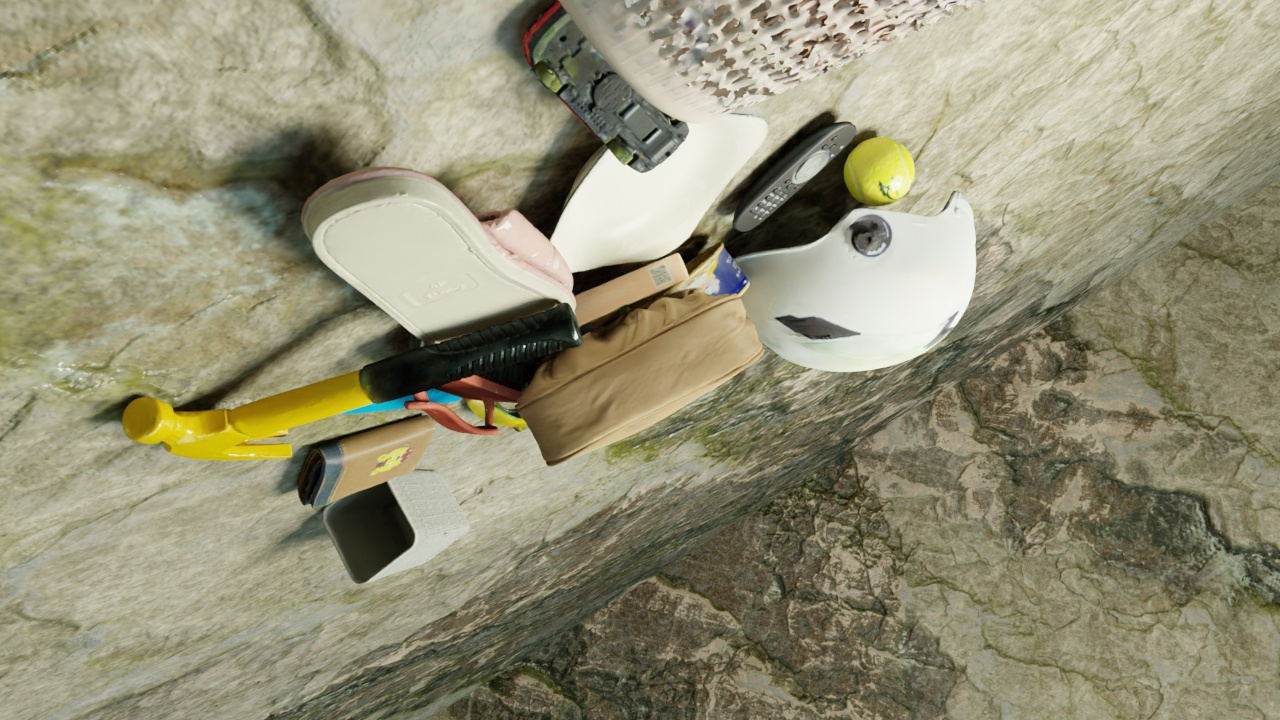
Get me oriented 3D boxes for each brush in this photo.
[{"bbox_3d":[-0.150,0.022,0.753,0.063,0.069,0.145,3,169,18],"label":"brush"}]

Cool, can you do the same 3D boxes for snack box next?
[{"bbox_3d":[-0.042,-0.047,0.791,0.157,0.026,0.085,-25,-176,-20],"label":"snack box"}]

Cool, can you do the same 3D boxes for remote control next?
[{"bbox_3d":[0.132,-0.167,0.818,0.137,0.024,0.053,-41,158,22],"label":"remote control"}]

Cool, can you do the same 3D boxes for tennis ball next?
[{"bbox_3d":[0.227,-0.179,0.873,0.065,0.065,0.065,-29,161,-11],"label":"tennis ball"}]

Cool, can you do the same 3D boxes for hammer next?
[{"bbox_3d":[-0.188,0.017,0.641,0.301,0.032,0.129,-16,164,5],"label":"hammer"}]

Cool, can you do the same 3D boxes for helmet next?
[{"bbox_3d":[0.222,-0.061,0.944,0.258,0.146,0.229,-13,175,-14],"label":"helmet"}]

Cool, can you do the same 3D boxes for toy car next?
[{"bbox_3d":[-0.020,-0.161,0.536,0.053,0.045,0.120,-40,138,10],"label":"toy car"}]

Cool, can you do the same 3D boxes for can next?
[{"bbox_3d":[0.032,-0.048,0.872,0.148,0.049,0.074,-38,-169,7],"label":"can"}]

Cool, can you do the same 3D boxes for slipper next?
[{"bbox_3d":[-0.120,-0.063,0.600,0.114,0.054,0.274,-19,161,12],"label":"slipper"}]

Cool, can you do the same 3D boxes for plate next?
[{"bbox_3d":[0.003,-0.132,0.685,0.163,0.034,0.165,-15,155,-42],"label":"plate"}]

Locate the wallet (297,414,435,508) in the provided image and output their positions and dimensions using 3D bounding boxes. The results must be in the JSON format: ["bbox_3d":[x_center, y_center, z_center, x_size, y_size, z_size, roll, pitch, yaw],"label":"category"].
[{"bbox_3d":[-0.254,0.093,0.850,0.115,0.033,0.090,-20,157,-43],"label":"wallet"}]

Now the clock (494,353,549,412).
[{"bbox_3d":[-0.082,0.027,0.889,0.122,0.055,0.082,-11,148,8],"label":"clock"}]

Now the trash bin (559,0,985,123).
[{"bbox_3d":[0.061,-0.205,0.358,0.193,0.227,0.227,-28,165,28],"label":"trash bin"}]

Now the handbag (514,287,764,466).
[{"bbox_3d":[-0.005,0.004,0.769,0.204,0.100,0.148,-27,-177,0],"label":"handbag"}]

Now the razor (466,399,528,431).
[{"bbox_3d":[-0.140,0.054,0.941,0.043,0.028,0.132,-32,160,11],"label":"razor"}]

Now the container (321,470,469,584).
[{"bbox_3d":[-0.250,0.168,0.958,0.090,0.090,0.114,-37,164,15],"label":"container"}]

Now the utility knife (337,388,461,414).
[{"bbox_3d":[-0.197,0.029,0.798,0.034,0.018,0.161,-38,163,25],"label":"utility knife"}]
